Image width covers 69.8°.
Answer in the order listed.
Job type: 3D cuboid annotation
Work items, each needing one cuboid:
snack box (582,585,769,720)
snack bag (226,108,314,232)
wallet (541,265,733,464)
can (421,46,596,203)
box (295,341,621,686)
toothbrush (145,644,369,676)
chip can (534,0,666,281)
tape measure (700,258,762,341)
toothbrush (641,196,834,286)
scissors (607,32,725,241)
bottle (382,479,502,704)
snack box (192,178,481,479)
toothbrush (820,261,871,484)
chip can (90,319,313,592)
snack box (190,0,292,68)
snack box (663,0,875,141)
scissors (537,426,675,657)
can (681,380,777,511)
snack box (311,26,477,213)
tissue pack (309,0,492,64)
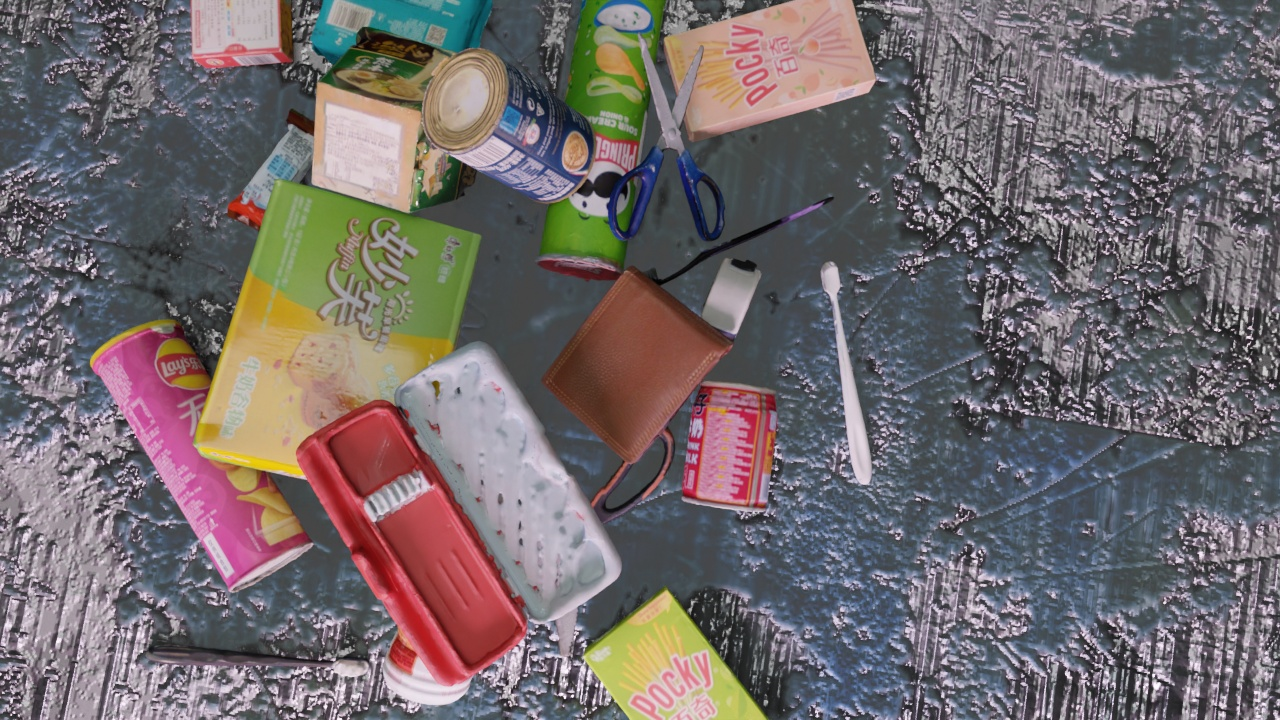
[{"bbox_3d":[0.035,0.263,0.712,0.086,0.026,0.156,-38,85,-2],"label":"snack box"},{"bbox_3d":[-0.296,-0.153,0.757,0.048,0.026,0.104,31,86,-2],"label":"snack bag"},{"bbox_3d":[-0.004,0.004,0.702,0.101,0.032,0.125,41,103,14],"label":"wallet"},{"bbox_3d":[-0.092,-0.165,0.653,0.075,0.111,0.075,-6,78,29],"label":"can"},{"bbox_3d":[-0.123,0.105,0.643,0.158,0.039,0.201,-32,95,-17],"label":"box"},{"bbox_3d":[-0.307,0.239,0.730,0.181,0.018,0.015,3,88,3],"label":"toothbrush"},{"bbox_3d":[-0.030,-0.185,0.729,0.072,0.072,0.236,9,85,2],"label":"chip can"},{"bbox_3d":[0.069,-0.047,0.717,0.033,0.066,0.065,21,86,4],"label":"tape measure"},{"bbox_3d":[0.071,-0.096,0.747,0.189,0.014,0.016,-25,82,-1],"label":"toothbrush"},{"bbox_3d":[0.024,-0.160,0.711,0.162,0.012,0.174,-52,124,-19],"label":"scissors"},{"bbox_3d":[-0.136,0.155,0.692,0.068,0.068,0.197,18,94,3],"label":"bottle"},{"bbox_3d":[-0.221,-0.013,0.691,0.157,0.070,0.209,14,77,-11],"label":"snack box"},{"bbox_3d":[0.165,0.010,0.736,0.016,0.016,0.180,-9,87,3],"label":"toothbrush"},{"bbox_3d":[-0.341,0.074,0.718,0.071,0.071,0.210,-34,86,-1],"label":"chip can"},{"bbox_3d":[-0.337,-0.328,0.772,0.077,0.027,0.155,-4,85,2],"label":"snack box"},{"bbox_3d":[0.105,-0.242,0.752,0.157,0.026,0.084,-16,85,0],"label":"snack box"},{"bbox_3d":[-0.056,0.121,0.733,0.189,0.015,0.225,-13,86,0],"label":"scissors"},{"bbox_3d":[0.070,0.066,0.707,0.066,0.066,0.093,7,86,2],"label":"can"},{"bbox_3d":[-0.189,-0.174,0.692,0.117,0.105,0.118,17,119,4],"label":"snack box"},{"bbox_3d":[-0.194,-0.274,0.752,0.133,0.050,0.093,19,85,3],"label":"tissue pack"}]
